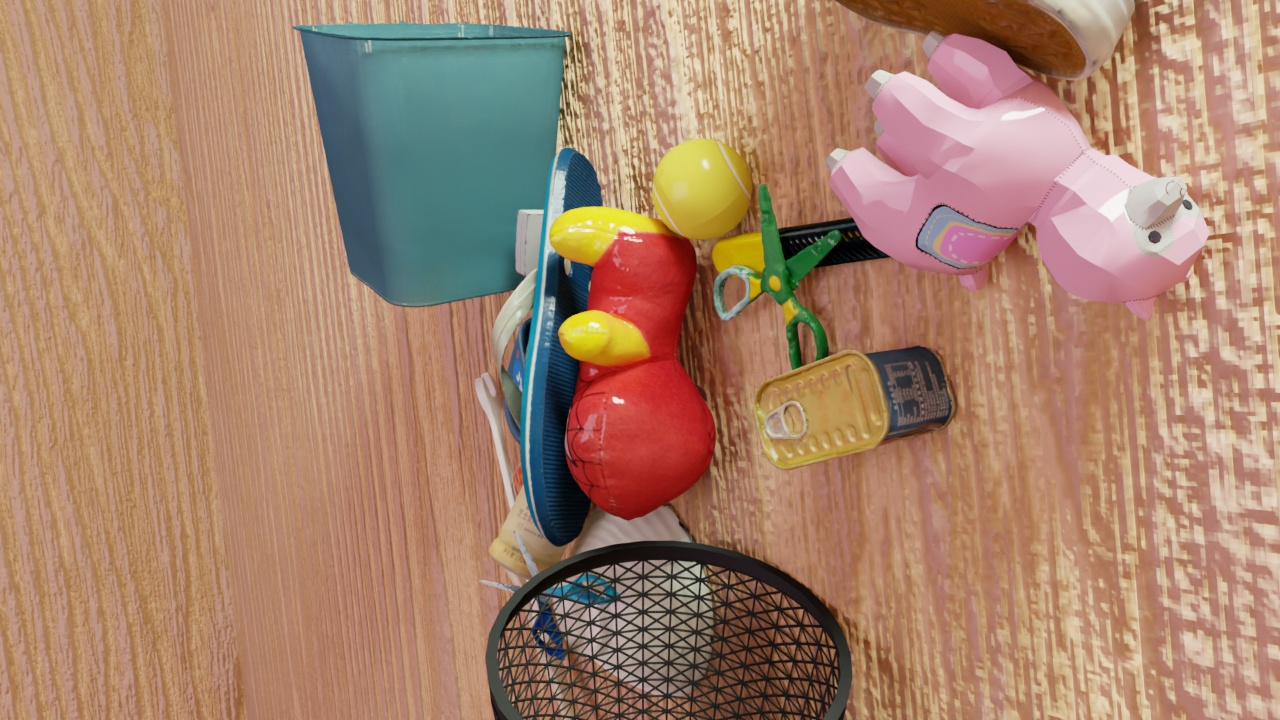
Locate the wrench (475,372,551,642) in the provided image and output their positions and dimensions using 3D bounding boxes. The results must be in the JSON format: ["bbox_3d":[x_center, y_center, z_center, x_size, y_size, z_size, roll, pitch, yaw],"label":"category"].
[{"bbox_3d":[-0.122,0.135,0.888,0.047,0.009,0.273,50,-158,-68],"label":"wrench"}]

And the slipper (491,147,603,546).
[{"bbox_3d":[-0.071,-0.014,0.675,0.060,0.118,0.294,0,79,14],"label":"slipper"}]

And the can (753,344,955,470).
[{"bbox_3d":[0.118,0.026,0.519,0.100,0.058,0.054,-26,75,54],"label":"can"}]

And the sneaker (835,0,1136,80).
[{"bbox_3d":[0.144,-0.210,0.441,0.079,0.087,0.235,-51,47,7],"label":"sneaker"}]

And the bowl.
[{"bbox_3d":[-0.023,0.194,0.743,0.177,0.070,0.177,16,109,53],"label":"bowl"}]

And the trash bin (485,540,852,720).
[{"bbox_3d":[0.014,0.282,0.600,0.217,0.216,0.243,30,127,49],"label":"trash bin"}]

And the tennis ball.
[{"bbox_3d":[0.040,-0.112,0.600,0.065,0.065,0.065,14,108,53],"label":"tennis ball"}]

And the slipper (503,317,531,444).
[{"bbox_3d":[-0.079,-0.002,0.798,0.214,0.059,0.103,-53,52,43],"label":"slipper"}]

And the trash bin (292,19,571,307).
[{"bbox_3d":[-0.177,-0.178,0.805,0.199,0.196,0.219,31,127,50],"label":"trash bin"}]

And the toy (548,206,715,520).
[{"bbox_3d":[-0.004,0.004,0.640,0.099,0.147,0.216,-4,91,28],"label":"toy"}]

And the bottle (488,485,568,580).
[{"bbox_3d":[-0.062,0.096,0.741,0.056,0.056,0.162,19,80,53],"label":"bottle"}]

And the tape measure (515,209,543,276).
[{"bbox_3d":[-0.074,-0.097,0.771,0.020,0.060,0.062,31,120,49],"label":"tape measure"}]

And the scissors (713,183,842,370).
[{"bbox_3d":[0.082,-0.048,0.574,0.128,0.011,0.125,8,117,50],"label":"scissors"}]

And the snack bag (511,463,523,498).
[{"bbox_3d":[-0.085,0.121,0.828,0.116,0.036,0.077,132,124,-64],"label":"snack bag"}]

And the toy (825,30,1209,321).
[{"bbox_3d":[0.167,-0.074,0.419,0.157,0.067,0.123,46,158,14],"label":"toy"}]

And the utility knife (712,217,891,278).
[{"bbox_3d":[0.106,-0.069,0.553,0.174,0.020,0.029,1,118,54],"label":"utility knife"}]

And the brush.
[{"bbox_3d":[-0.083,0.285,0.868,0.272,0.062,0.078,59,134,36],"label":"brush"}]

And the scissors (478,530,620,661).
[{"bbox_3d":[-0.070,0.183,0.698,0.127,0.014,0.133,4,123,23],"label":"scissors"}]
